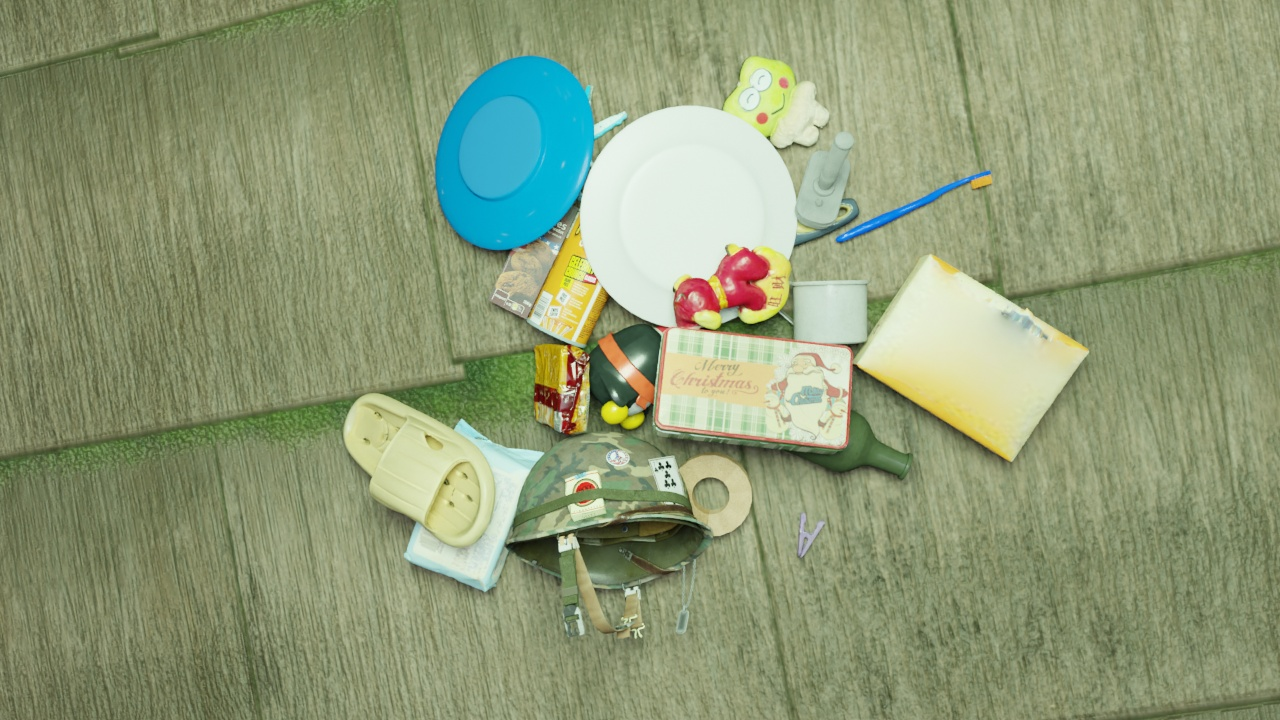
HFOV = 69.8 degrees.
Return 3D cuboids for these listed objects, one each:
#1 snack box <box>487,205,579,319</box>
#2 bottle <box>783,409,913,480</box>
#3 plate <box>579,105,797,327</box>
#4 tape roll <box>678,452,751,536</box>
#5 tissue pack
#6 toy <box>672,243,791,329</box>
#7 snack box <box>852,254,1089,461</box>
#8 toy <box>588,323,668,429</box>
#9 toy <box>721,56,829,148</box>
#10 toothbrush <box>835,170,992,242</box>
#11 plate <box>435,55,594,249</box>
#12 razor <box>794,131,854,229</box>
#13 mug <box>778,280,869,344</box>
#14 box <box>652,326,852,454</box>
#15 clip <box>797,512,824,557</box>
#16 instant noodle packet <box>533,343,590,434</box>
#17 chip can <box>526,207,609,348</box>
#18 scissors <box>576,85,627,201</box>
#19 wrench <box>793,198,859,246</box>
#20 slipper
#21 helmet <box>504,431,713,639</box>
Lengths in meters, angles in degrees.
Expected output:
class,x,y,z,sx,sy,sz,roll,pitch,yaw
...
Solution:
class,x,y,z,sx,sy,sz,roll,pitch,yaw
snack box,-0.122,-0.123,1.074,0.051,0.031,0.141,27,95,6
bottle,0.199,0.078,1.020,0.207,0.071,0.071,23,94,6
plate,0.056,-0.155,1.003,0.242,0.016,0.242,-1,99,-7
tape roll,0.082,0.154,1.060,0.094,0.027,0.094,0,92,7
tissue pack,-0.194,0.171,1.076,0.112,0.070,0.182,22,92,6
toy,0.099,-0.079,0.981,0.137,0.067,0.106,-18,124,-10
snack box,0.353,-0.005,0.992,0.195,0.080,0.145,33,96,5
toy,-0.006,0.006,1.032,0.119,0.097,0.099,-41,71,7
toy,0.154,-0.285,1.027,0.115,0.046,0.092,27,92,-2
toothbrush,0.305,-0.169,1.025,0.183,0.016,0.018,-24,94,7
plate,-0.153,-0.237,1.033,0.225,0.024,0.224,-4,82,30
razor,0.204,-0.205,0.975,0.047,0.116,0.088,17,73,4
mug,0.197,-0.055,1.017,0.113,0.084,0.070,2,95,36
box,0.118,0.033,0.965,0.205,0.050,0.117,8,73,0
clip,0.189,0.197,1.056,0.050,0.014,0.046,-43,86,5
instant noodle packet,-0.090,0.030,1.030,0.039,0.135,0.098,-4,93,-20
chip can,-0.051,-0.127,1.043,0.075,0.075,0.215,26,95,6
scissors,-0.082,-0.257,1.076,0.134,0.012,0.134,11,96,8
wrench,0.117,-0.125,1.048,0.273,0.022,0.073,-20,87,8
slipper,-0.266,0.110,1.029,0.262,0.079,0.111,29,94,35
helmet,-0.034,0.191,0.983,0.225,0.193,0.235,1,62,24
